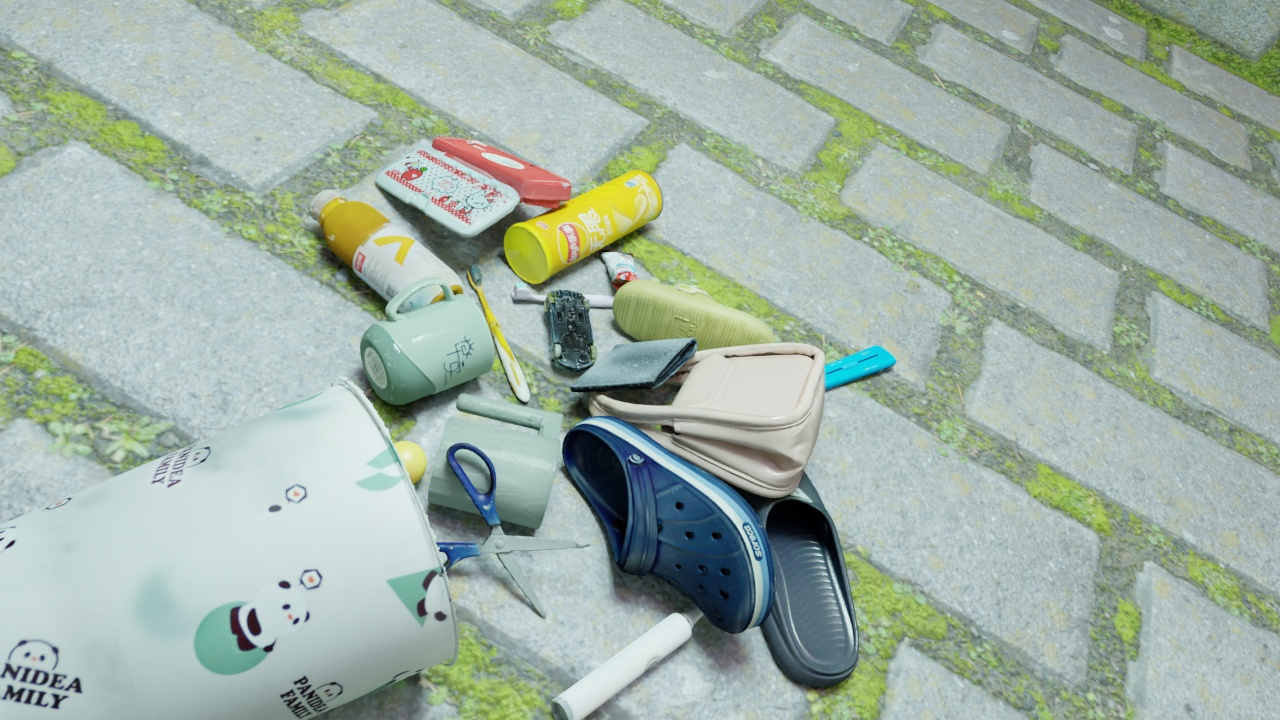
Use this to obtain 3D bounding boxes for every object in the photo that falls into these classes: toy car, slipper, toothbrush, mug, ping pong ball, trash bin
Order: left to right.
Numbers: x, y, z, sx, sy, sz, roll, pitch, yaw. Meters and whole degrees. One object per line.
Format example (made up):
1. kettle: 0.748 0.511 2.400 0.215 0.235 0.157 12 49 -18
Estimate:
1. trash bin: -0.285 0.159 0.623 0.251 0.230 0.229 -22 61 -28
2. ping pong ball: -0.213 0.093 0.825 0.040 0.040 0.040 11 47 -13
3. mug: -0.208 -0.022 0.880 0.106 0.112 0.082 -22 32 -33
4. toothbrush: -0.152 -0.033 0.976 0.016 0.018 0.191 -9 55 -27
5. mug: -0.130 0.086 0.838 0.103 0.084 0.123 14 44 -8
6. toy car: -0.077 -0.031 0.995 0.049 0.031 0.105 1 56 -19
7. toothbrush: -0.053 -0.072 1.052 0.189 0.029 0.021 3 90 -22
8. slipper: 0.012 0.140 0.815 0.095 0.105 0.253 -23 51 -39
9. toothbrush: 0.015 0.244 0.794 0.220 0.027 0.026 -25 58 -37
10. slipper: 0.064 -0.048 1.031 0.190 0.092 0.081 21 43 1
11. slipper: 0.149 0.169 0.877 0.110 0.084 0.267 1 52 -23

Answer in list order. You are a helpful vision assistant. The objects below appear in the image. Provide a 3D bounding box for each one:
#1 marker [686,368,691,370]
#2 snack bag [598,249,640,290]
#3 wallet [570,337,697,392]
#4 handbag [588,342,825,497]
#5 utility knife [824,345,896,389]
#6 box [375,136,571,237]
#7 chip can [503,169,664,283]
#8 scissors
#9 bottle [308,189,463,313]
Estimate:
1. marker: 0.066 0.018 1.018 0.132 0.022 0.020 25 83 1
2. snack bag: -0.021 -0.105 1.079 0.045 0.026 0.105 3 30 -15
3. wallet: -0.006 0.006 0.945 0.097 0.019 0.120 -5 19 28
4. handbag: 0.063 0.043 0.920 0.234 0.093 0.192 8 23 14
5. utility knife: 0.229 0.017 1.088 0.190 0.018 0.034 -17 59 -31
6. box: -0.194 -0.208 1.055 0.160 0.060 0.201 -26 42 -36
7. chip can: -0.063 -0.162 1.091 0.072 0.072 0.212 42 47 16
8. scissors: -0.131 0.148 0.780 0.176 0.012 0.162 -9 96 -4
9. bottle: -0.271 -0.111 0.963 0.189 0.068 0.067 39 47 14
